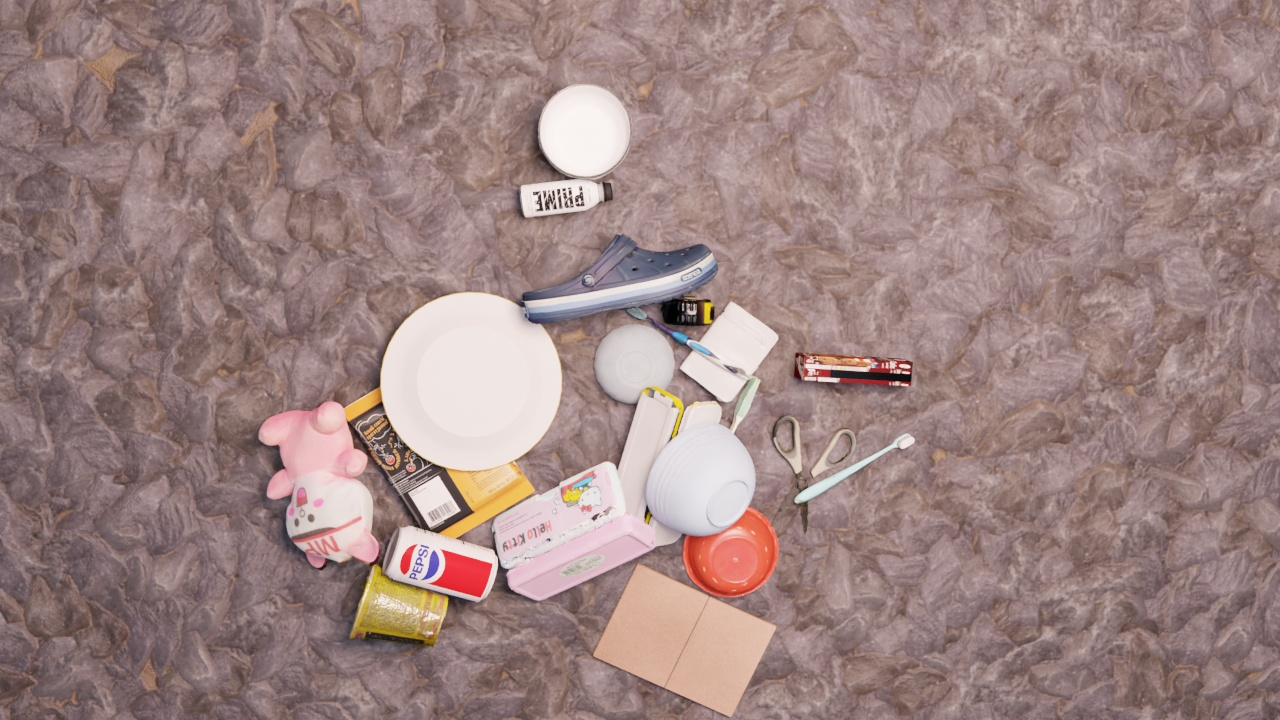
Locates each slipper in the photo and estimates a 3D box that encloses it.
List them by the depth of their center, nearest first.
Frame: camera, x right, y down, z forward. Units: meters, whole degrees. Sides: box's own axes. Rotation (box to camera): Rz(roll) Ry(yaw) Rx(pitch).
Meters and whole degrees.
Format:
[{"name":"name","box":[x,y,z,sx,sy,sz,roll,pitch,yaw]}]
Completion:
[{"name":"slipper","box":[-0.029,-0.108,1.144,0.253,0.105,0.095,-14,96,-1]}]

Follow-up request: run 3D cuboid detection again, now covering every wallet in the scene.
[{"name":"wallet","box":[0.117,-0.010,1.200,0.086,0.032,0.116,41,95,5]}]

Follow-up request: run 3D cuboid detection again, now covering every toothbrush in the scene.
[{"name":"toothbrush","box":[0.061,-0.024,1.183,0.189,0.017,0.016,30,97,7]},{"name":"toothbrush","box":[0.284,0.145,1.221,0.180,0.016,0.016,-28,106,-3]}]

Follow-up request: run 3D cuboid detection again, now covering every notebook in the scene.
[{"name":"notebook","box":[0.060,0.379,1.245,0.209,0.008,0.141,25,94,-5]}]

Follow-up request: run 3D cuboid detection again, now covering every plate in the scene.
[{"name":"plate","box":[-0.212,0.026,1.168,0.229,0.021,0.229,0,89,-13]}]

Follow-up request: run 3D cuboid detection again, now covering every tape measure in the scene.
[{"name":"tape measure","box":[0.060,-0.064,1.174,0.067,0.062,0.038,3,96,-2]}]

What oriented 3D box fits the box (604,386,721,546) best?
[{"name":"box","box":[0.029,0.137,1.196,0.084,0.080,0.210,29,111,36]}]

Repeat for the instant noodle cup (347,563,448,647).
[{"name":"instant noodle cup","box":[-0.311,0.323,1.186,0.108,0.102,0.102,19,94,-13]}]

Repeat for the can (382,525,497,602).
[{"name":"can","box":[-0.256,0.260,1.174,0.132,0.070,0.070,21,94,-19]}]

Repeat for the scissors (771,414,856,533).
[{"name":"scissors","box":[0.221,0.143,1.226,0.157,0.012,0.169,-31,100,0]}]

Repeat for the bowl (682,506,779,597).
[{"name":"bowl","box":[0.122,0.258,1.217,0.130,0.045,0.130,0,96,-3]}]

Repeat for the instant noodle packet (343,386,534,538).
[{"name":"instant noodle packet","box":[-0.262,0.118,1.193,0.160,0.032,0.221,-31,96,3]}]

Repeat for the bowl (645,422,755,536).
[{"name":"bowl","box":[0.089,0.160,1.148,0.150,0.075,0.151,-15,120,-29]}]

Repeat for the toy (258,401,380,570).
[{"name":"toy","box":[-0.399,0.162,1.164,0.142,0.084,0.213,-14,92,20]}]

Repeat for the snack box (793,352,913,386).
[{"name":"snack box","box":[0.276,0.011,1.196,0.141,0.051,0.032,3,95,-3]}]

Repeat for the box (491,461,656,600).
[{"name":"box","box":[-0.089,0.221,1.188,0.202,0.103,0.101,-29,140,20]}]

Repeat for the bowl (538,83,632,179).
[{"name":"bowl","box":[-0.069,-0.281,1.145,0.116,0.065,0.116,0,95,-2]}]

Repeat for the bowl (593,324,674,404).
[{"name":"bowl","box":[-0.007,0.007,1.190,0.106,0.039,0.106,0,96,-2]}]

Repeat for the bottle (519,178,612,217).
[{"name":"bottle","box":[-0.093,-0.208,1.164,0.116,0.041,0.041,-7,96,-2]}]

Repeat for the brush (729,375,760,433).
[{"name":"brush","box":[0.107,0.121,1.211,0.012,0.033,0.218,24,96,-5]}]
